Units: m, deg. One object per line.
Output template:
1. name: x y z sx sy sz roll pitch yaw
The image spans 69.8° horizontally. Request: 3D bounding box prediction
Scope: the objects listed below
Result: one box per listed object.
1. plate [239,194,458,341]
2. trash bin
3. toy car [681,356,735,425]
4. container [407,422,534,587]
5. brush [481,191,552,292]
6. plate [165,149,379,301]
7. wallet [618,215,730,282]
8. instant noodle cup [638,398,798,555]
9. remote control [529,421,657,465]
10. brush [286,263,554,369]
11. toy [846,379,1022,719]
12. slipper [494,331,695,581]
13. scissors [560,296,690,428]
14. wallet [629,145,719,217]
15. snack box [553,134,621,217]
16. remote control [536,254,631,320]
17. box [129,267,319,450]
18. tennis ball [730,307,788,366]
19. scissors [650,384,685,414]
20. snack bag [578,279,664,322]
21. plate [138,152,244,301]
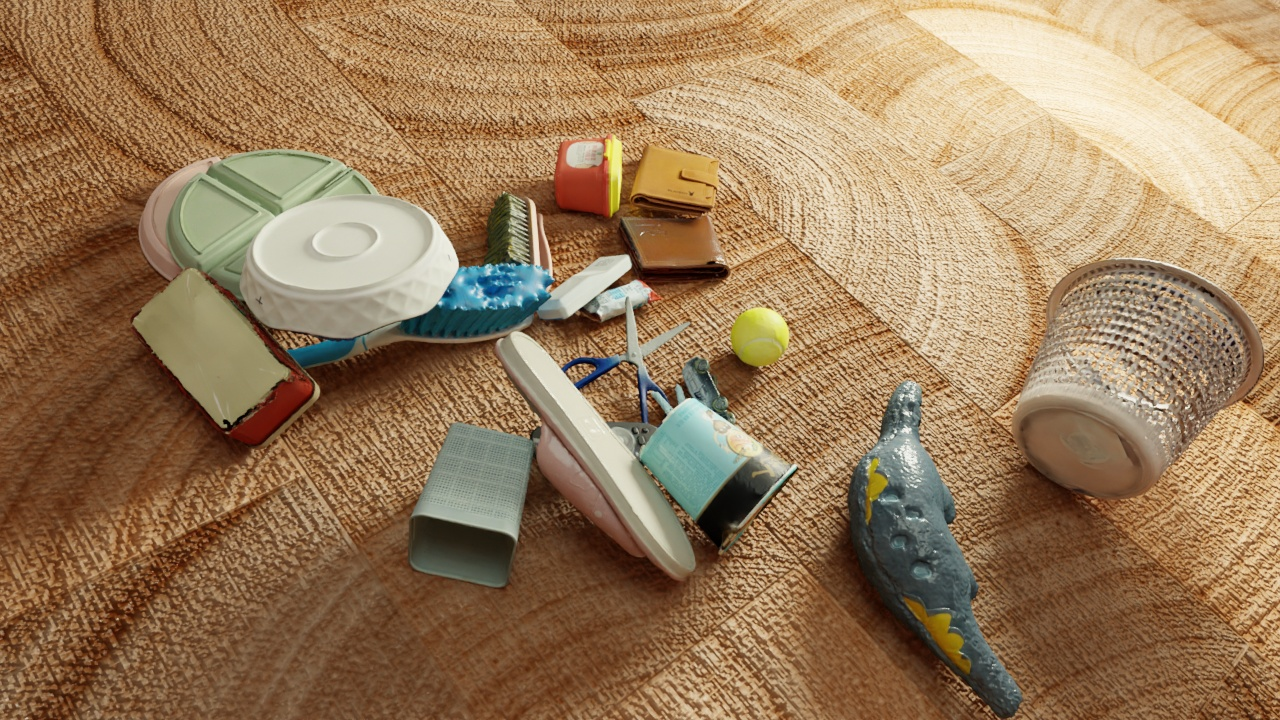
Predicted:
1. plate: -0.282 -0.100 0.888 0.205 0.046 0.204 1 39 -1
2. trash bin: 0.514 0.034 0.992 0.227 0.228 0.191 36 63 16
3. toy car: 0.072 0.037 0.972 0.034 0.043 0.090 -25 53 0
4. container: -0.146 0.124 0.810 0.090 0.090 0.111 13 45 -4
5. brush: -0.138 -0.133 1.053 0.073 0.063 0.145 26 39 -33
6. plate: -0.384 -0.152 0.984 0.230 0.028 0.229 7 50 -9
7. wallet: 0.042 -0.140 1.121 0.124 0.032 0.101 -4 48 -20
8. instant noodle cup: 0.066 0.101 0.860 0.120 0.111 0.111 41 52 14
9. remote control: -0.043 0.086 0.910 0.136 0.024 0.053 1 52 -16
10. brush: -0.241 -0.036 0.928 0.313 0.110 0.060 -9 61 -31
11. toy: 0.265 0.159 0.887 0.137 0.092 0.355 13 49 -20
12. slipper: -0.048 0.092 0.831 0.274 0.054 0.114 52 12 2
13. scissors: -0.010 0.006 0.981 0.175 0.012 0.162 -21 65 -20
14. wallet: 0.047 -0.232 1.189 0.108 0.031 0.131 11 41 2
15. snack box: -0.065 -0.232 1.141 0.080 0.082 0.091 3 48 1
16. remote control: -0.064 -0.084 1.036 0.049 0.024 0.124 1 32 43
17. box: -0.386 -0.007 0.845 0.168 0.077 0.091 41 80 20
18. tennis ball: 0.133 -0.026 1.024 0.065 0.066 0.065 7 49 -9
19. scissors: 0.045 0.084 0.933 0.093 0.017 0.137 -32 72 -27
20. snack bag: -0.023 -0.067 1.044 0.104 0.026 0.048 -25 41 -30
21. plate: -0.429 -0.156 1.014 0.229 0.028 0.229 7 49 -9
